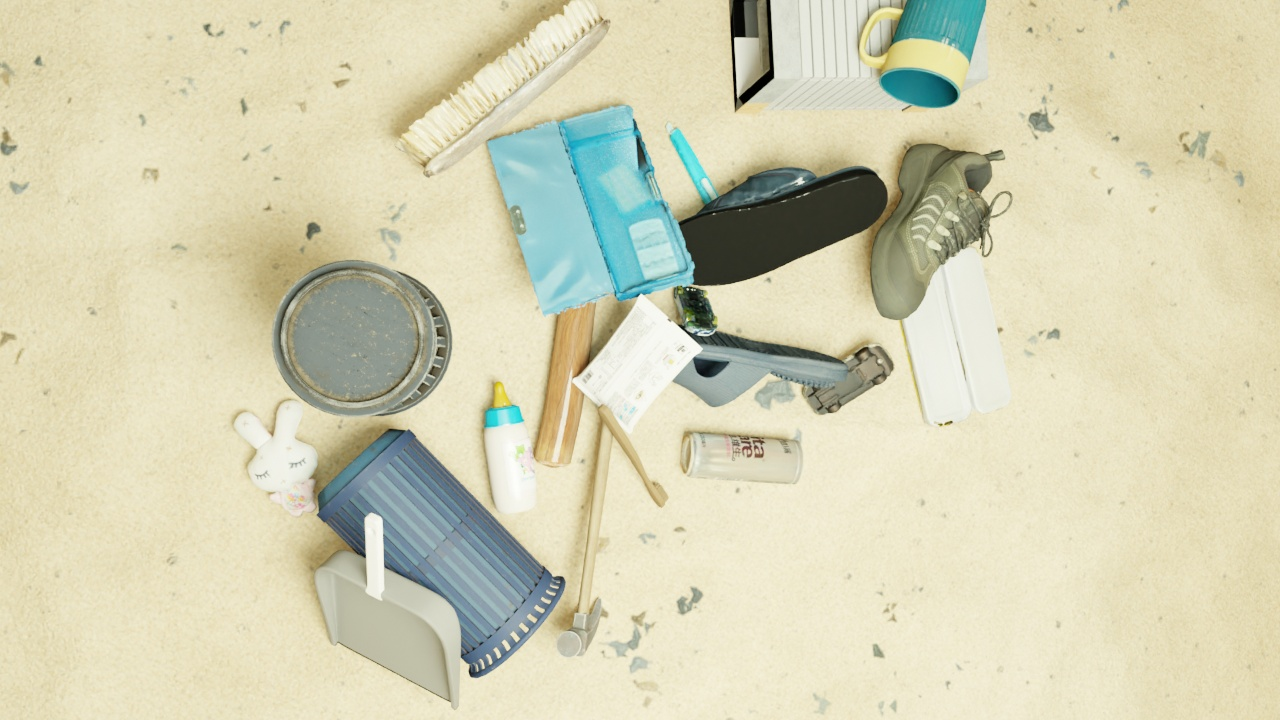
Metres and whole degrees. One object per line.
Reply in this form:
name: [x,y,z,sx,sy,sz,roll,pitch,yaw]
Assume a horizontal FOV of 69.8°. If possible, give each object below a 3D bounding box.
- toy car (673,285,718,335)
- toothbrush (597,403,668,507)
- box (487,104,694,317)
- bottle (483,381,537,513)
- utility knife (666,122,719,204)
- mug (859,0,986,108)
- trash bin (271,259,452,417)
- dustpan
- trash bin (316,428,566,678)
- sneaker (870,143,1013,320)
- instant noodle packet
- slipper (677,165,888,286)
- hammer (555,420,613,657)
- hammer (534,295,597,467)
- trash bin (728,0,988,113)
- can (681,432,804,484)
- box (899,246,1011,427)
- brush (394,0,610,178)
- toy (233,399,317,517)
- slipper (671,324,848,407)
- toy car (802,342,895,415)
toy car: [0.062,-0.055,1.051,0.038,0.089,0.027,8,126,-16]
toothbrush: [-0.007,0.109,1.035,0.016,0.016,0.167,-46,127,-22]
box: [-0.057,-0.167,1.006,0.174,0.033,0.231,-15,70,-10]
bottle: [-0.148,0.096,1.024,0.051,0.051,0.146,-8,92,-11]
utility knife: [0.063,-0.230,1.080,0.022,0.016,0.116,-31,94,-22]
mug: [0.287,-0.331,0.946,0.114,0.083,0.107,17,87,17]
trash bin: [-0.271,-0.020,0.909,0.164,0.227,0.164,0,90,-11]
dustpan: [-0.253,0.240,0.909,0.163,0.033,0.258,21,126,16]
trash bin: [-0.214,0.196,0.970,0.139,0.139,0.249,-44,96,-8]
sneaker: [0.359,-0.146,1.050,0.101,0.143,0.237,42,63,-46]
instant noodle packet: [-0.006,0.006,0.990,0.087,0.026,0.134,42,115,6]
slipper: [0.147,-0.170,1.070,0.265,0.083,0.109,-19,135,2]
hammer: [-0.051,0.159,1.028,0.031,0.119,0.330,4,80,8]
hammer: [-0.084,-0.028,1.042,0.158,0.037,0.300,8,89,-11]
trash bin: [0.243,-0.372,1.046,0.246,0.142,0.142,-3,91,-11]
can: [0.118,0.115,1.074,0.135,0.054,0.054,5,90,-11]
box: [0.388,-0.029,1.141,0.129,0.034,0.209,-15,93,-14]
brush: [-0.146,-0.299,1.003,0.271,0.083,0.056,-42,98,-7]
toy: [-0.385,0.109,0.985,0.076,0.037,0.125,-17,90,-6]
slipper: [0.104,0.016,1.046,0.263,0.101,0.082,9,101,-6]
toy car: [0.250,0.022,1.102,0.113,0.040,0.048,-33,97,11]
